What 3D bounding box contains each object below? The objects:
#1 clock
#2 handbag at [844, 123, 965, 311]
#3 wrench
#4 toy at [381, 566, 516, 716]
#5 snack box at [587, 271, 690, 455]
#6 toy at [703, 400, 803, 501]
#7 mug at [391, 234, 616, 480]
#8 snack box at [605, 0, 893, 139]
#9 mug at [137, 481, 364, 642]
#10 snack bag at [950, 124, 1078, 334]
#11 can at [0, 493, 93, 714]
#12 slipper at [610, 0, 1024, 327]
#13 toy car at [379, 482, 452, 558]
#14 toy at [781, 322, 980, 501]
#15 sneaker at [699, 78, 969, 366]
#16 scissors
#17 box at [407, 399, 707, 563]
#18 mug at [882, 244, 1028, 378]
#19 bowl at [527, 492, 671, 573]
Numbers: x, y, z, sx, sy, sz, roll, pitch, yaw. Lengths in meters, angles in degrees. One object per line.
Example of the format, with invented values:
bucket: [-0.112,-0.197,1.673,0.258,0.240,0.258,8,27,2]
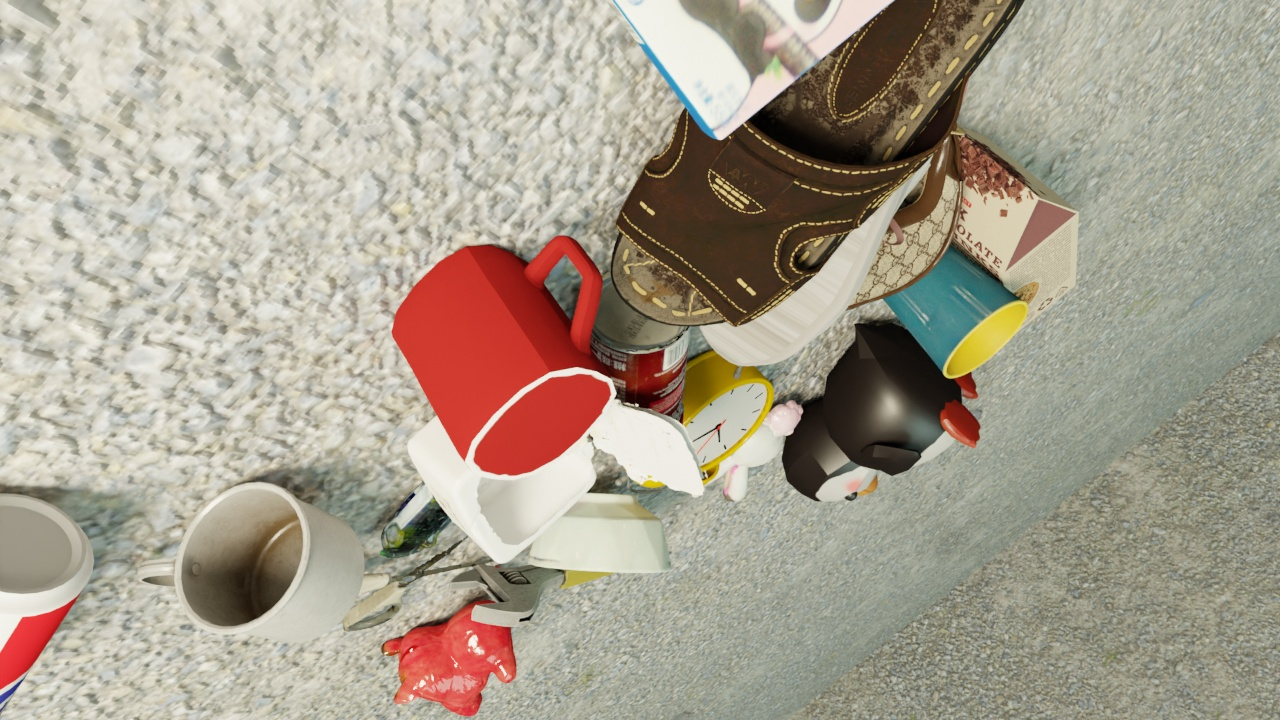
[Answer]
clock: [0.047,0.055,0.751,0.113,0.052,0.152,12,121,-53]
handbag: [0.154,-0.108,0.627,0.166,0.063,0.139,-18,135,-18]
wrench: [-0.061,0.185,0.808,0.272,0.084,0.018,2,108,-55]
toy: [-0.154,0.238,0.782,0.094,0.088,0.133,24,104,-38]
snack box: [-0.004,0.004,0.603,0.072,0.072,0.121,-25,147,-19]
toy: [0.103,0.081,0.860,0.123,0.038,0.079,-45,137,16]
mug: [-0.064,-0.010,0.493,0.116,0.096,0.080,-45,149,15]
snack box: [0.062,-0.167,0.347,0.154,0.033,0.088,-38,114,9]
mug: [-0.227,0.122,0.538,0.113,0.084,0.070,-10,155,11]
snack bag: [0.279,-0.107,0.718,0.070,0.094,0.206,-40,150,6]
can: [-0.326,0.130,0.443,0.132,0.070,0.070,-49,148,20]
slipper: [0.070,-0.102,0.443,0.269,0.113,0.075,-47,-178,36]
toy car: [-0.148,0.104,0.637,0.090,0.027,0.038,-45,151,19]
toy: [0.199,0.057,0.863,0.185,0.140,0.158,-47,-169,36]
sneaker: [0.117,-0.099,0.533,0.089,0.099,0.237,-20,145,-53]
scissors: [-0.187,0.163,0.667,0.157,0.012,0.171,7,141,-40]
box: [-0.040,0.068,0.580,0.151,0.132,0.107,-40,145,-20]
mug: [0.225,-0.056,0.707,0.078,0.121,0.078,-26,149,-17]
bowl: [-0.032,0.140,0.755,0.117,0.061,0.117,2,172,0]
